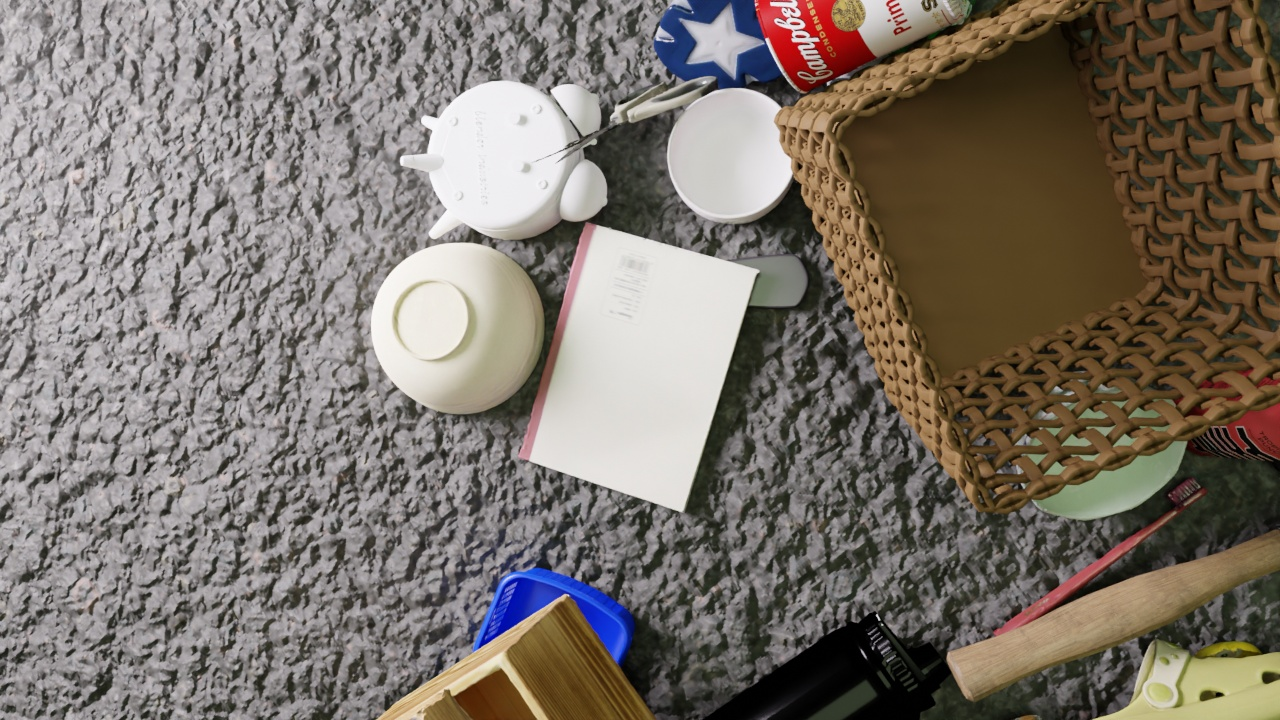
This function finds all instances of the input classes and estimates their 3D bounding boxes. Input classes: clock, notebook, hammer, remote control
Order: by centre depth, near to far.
[{"bbox_3d":[0.367,0.170,0.642,0.305,0.040,0.132,-23,53,3],"label":"hammer"},{"bbox_3d":[0.077,-0.064,0.760,0.124,0.009,0.046,-1,86,10],"label":"remote control"},{"bbox_3d":[-0.005,0.004,0.763,0.153,0.012,0.209,17,94,11],"label":"notebook"},{"bbox_3d":[-0.111,-0.168,0.767,0.161,0.073,0.125,-6,85,10],"label":"clock"}]

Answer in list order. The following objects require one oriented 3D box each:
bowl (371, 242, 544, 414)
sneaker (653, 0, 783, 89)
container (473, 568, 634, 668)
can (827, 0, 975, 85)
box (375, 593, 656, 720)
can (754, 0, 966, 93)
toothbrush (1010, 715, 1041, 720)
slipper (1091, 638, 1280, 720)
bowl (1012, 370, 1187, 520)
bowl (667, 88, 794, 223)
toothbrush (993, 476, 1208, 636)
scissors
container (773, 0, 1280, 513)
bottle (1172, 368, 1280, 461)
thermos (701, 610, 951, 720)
[{"bbox_3d":[-0.162,-0.030,0.767,0.151,0.075,0.150,-1,87,10],"label":"bowl"},{"bbox_3d":[0.122,-0.323,0.710,0.270,0.103,0.132,-31,36,37],"label":"sneaker"},{"bbox_3d":[-0.065,0.224,0.742,0.114,0.058,0.096,23,90,11],"label":"container"},{"bbox_3d":[0.205,-0.266,0.710,0.088,0.087,0.140,25,91,11],"label":"can"},{"bbox_3d":[-0.086,0.353,0.646,0.246,0.167,0.279,-39,87,32],"label":"box"},{"bbox_3d":[0.149,-0.247,0.623,0.117,0.086,0.086,-19,83,30],"label":"can"},{"bbox_3d":[0.214,0.293,0.676,0.184,0.016,0.015,-12,61,-12],"label":"toothbrush"},{"bbox_3d":[0.386,0.246,0.658,0.190,0.092,0.081,-16,45,0],"label":"slipper"},{"bbox_3d":[0.326,0.053,0.673,0.117,0.061,0.118,-1,121,-2],"label":"bowl"},{"bbox_3d":[0.075,-0.161,0.745,0.105,0.054,0.105,-1,85,8],"label":"bowl"},{"bbox_3d":[0.346,0.153,0.696,0.190,0.016,0.016,-40,64,6],"label":"toothbrush"},{"bbox_3d":[-0.007,-0.192,0.718,0.154,0.162,0.012,-12,116,17],"label":"scissors"},{"bbox_3d":[0.245,-0.088,0.590,0.220,0.214,0.251,-25,104,7],"label":"container"},{"bbox_3d":[0.414,0.036,0.609,0.062,0.176,0.062,-1,86,10],"label":"bottle"},{"bbox_3d":[0.134,0.266,0.690,0.199,0.086,0.086,-36,81,6],"label":"thermos"}]
